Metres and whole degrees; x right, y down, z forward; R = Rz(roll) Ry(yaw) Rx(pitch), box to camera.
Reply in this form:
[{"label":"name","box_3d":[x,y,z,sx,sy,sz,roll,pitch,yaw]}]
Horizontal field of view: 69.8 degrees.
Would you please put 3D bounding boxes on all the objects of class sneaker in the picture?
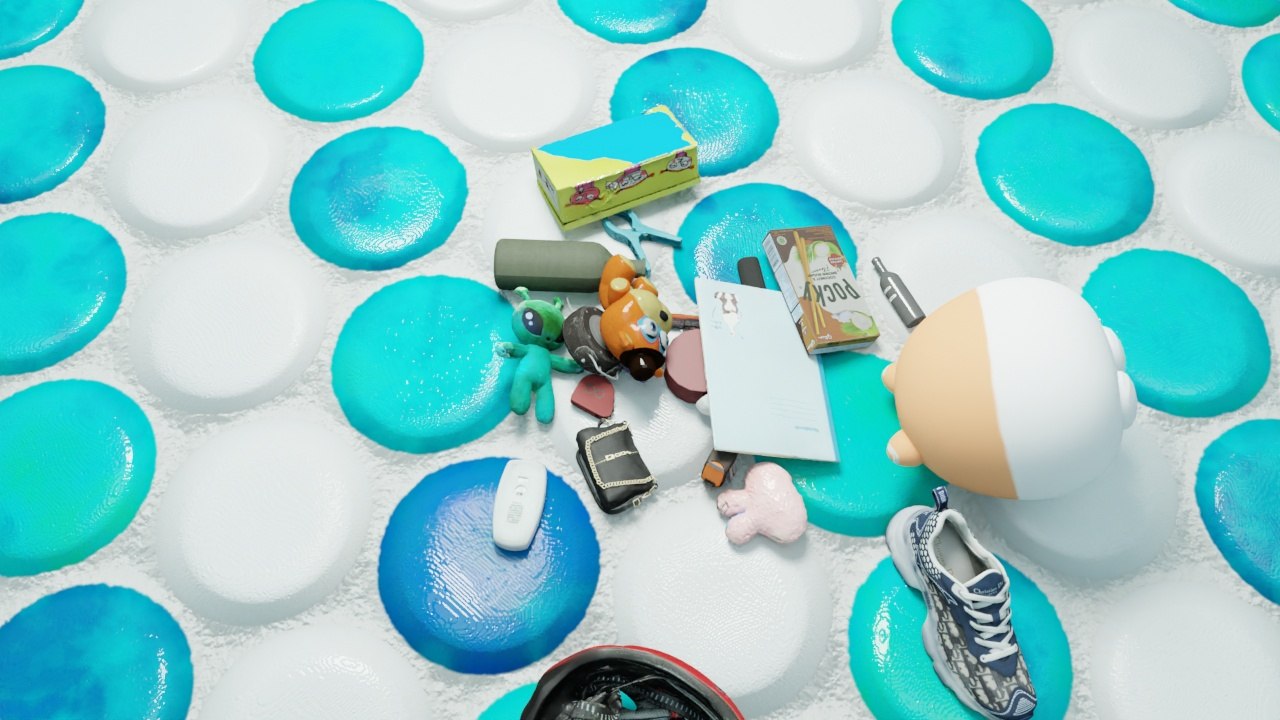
[{"label":"sneaker","box_3d":[0.383,0.279,1.055,0.103,0.133,0.269,-16,67,-11]}]

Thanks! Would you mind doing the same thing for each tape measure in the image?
[{"label":"tape measure","box_3d":[-0.057,0.048,1.218,0.059,0.019,0.051,28,65,5]},{"label":"tape measure","box_3d":[0.103,0.133,1.158,0.038,0.059,0.058,27,45,10]}]

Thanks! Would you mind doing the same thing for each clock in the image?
[{"label":"clock","box_3d":[-0.064,-0.021,1.215,0.044,0.091,0.122,-32,51,28]},{"label":"clock","box_3d":[0.086,0.016,1.220,0.137,0.048,0.096,38,69,15]}]

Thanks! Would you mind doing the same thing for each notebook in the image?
[{"label":"notebook","box_3d":[0.165,0.010,1.205,0.181,0.009,0.253,7,59,-21]}]

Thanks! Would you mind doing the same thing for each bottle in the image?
[{"label":"bottle","box_3d":[-0.097,-0.130,1.273,0.207,0.071,0.071,2,64,-1]},{"label":"bottle","box_3d":[0.359,-0.099,1.292,0.030,0.030,0.113,-22,67,-12]}]

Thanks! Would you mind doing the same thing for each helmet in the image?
[{"label":"helmet","box_3d":[0.004,0.417,0.958,0.272,0.167,0.217,26,81,16]}]

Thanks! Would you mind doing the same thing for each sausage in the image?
[{"label":"sausage","box_3d":[0.022,-0.058,1.270,0.155,0.020,0.020,5,64,1]}]

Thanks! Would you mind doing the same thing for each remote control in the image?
[{"label":"remote control","box_3d":[0.166,-0.080,1.286,0.033,0.015,0.146,-8,65,-5]},{"label":"remote control","box_3d":[-0.151,0.180,1.146,0.060,0.028,0.114,7,64,2]}]

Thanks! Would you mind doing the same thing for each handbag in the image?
[{"label":"handbag","box_3d":[-0.031,0.130,1.167,0.079,0.054,0.128,-15,62,-21]}]

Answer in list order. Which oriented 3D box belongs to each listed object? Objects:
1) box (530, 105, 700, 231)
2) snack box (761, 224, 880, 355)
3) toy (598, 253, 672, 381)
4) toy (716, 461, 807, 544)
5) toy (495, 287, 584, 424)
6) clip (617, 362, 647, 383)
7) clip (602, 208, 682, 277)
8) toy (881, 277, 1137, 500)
[{"label":"box","box_3d":[-0.034,-0.282,1.331,0.220,0.080,0.124,-21,50,-14]},{"label":"snack box","box_3d":[0.249,-0.101,1.275,0.101,0.032,0.185,-8,64,-22]},{"label":"toy","box_3d":[-0.009,-0.050,1.195,0.096,0.112,0.175,-15,57,26]},{"label":"toy","box_3d":[0.149,0.183,1.143,0.105,0.053,0.108,-20,66,1]},{"label":"toy","box_3d":[-0.140,-0.012,1.220,0.130,0.073,0.193,21,62,-35]},{"label":"clip","box_3d":[-0.014,0.011,1.241,0.045,0.014,0.051,-10,63,-6]},{"label":"clip","box_3d":[-0.013,-0.174,1.323,0.120,0.027,0.103,42,68,16]},{"label":"toy","box_3d":[0.437,0.041,1.111,0.281,0.266,0.262,-13,45,23]}]
